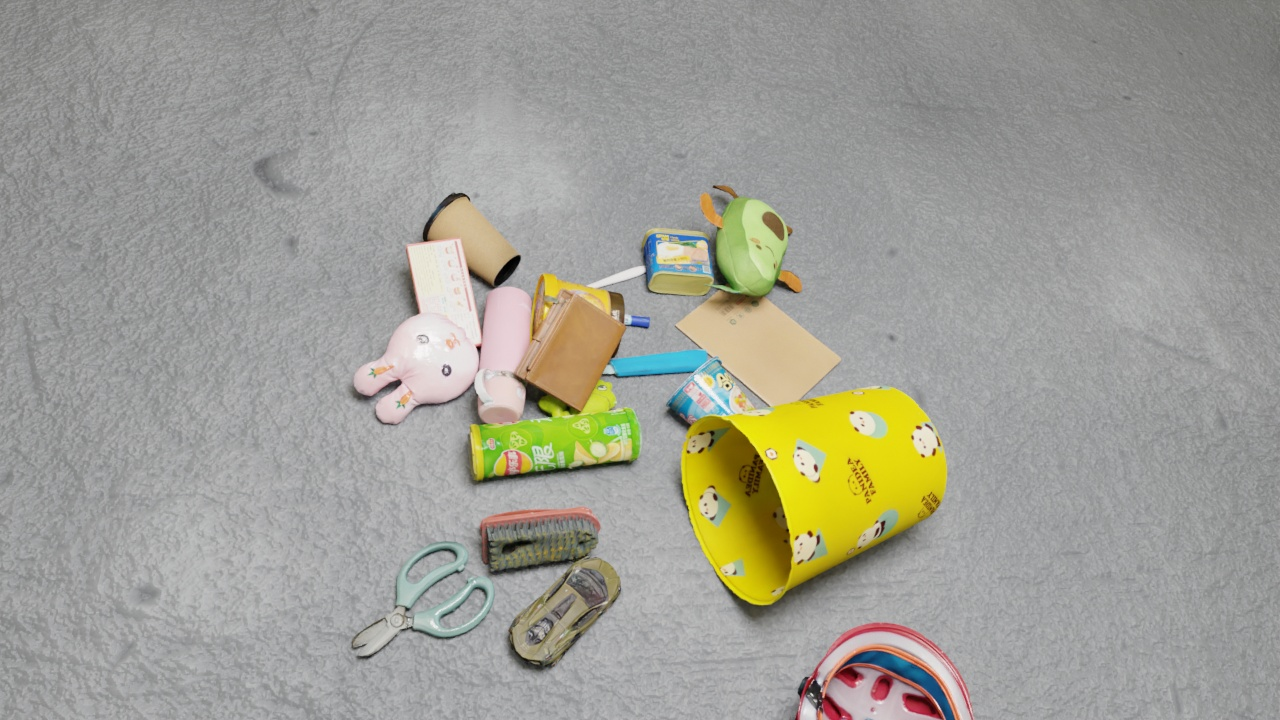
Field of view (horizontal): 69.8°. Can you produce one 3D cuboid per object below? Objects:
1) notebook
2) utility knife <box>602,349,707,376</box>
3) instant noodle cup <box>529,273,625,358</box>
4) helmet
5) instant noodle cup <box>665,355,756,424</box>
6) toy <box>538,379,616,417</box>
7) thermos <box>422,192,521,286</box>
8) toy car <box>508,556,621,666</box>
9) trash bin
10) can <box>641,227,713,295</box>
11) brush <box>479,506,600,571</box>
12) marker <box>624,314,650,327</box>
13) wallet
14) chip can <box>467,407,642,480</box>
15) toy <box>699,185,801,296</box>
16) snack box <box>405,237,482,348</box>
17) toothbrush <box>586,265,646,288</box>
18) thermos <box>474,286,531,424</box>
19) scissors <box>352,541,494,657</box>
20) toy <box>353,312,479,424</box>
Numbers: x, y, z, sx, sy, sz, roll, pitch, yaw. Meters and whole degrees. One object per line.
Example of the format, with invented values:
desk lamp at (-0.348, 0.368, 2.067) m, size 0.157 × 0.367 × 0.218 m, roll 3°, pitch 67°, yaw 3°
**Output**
notebook at (0.175, -0.026, 1.357) m, size 0.207 × 0.008 × 0.147 m, roll 41°, pitch 60°, yaw 17°
utility knife at (-0.008, 0.008, 1.294) m, size 0.218 × 0.018 × 0.034 m, roll -5°, pitch 58°, yaw -15°
instant noodle cup at (-0.088, -0.055, 1.269) m, size 0.114 × 0.119 × 0.118 m, roll 7°, pitch 55°, yaw -16°
helmet at (0.257, 0.422, 0.997) m, size 0.207 × 0.144 × 0.239 m, roll 20°, pitch 42°, yaw 3°
instant noodle cup at (0.106, 0.066, 1.236) m, size 0.099 × 0.099 × 0.110 m, roll -37°, pitch 77°, yaw -29°
toy at (-0.082, 0.054, 1.242) m, size 0.100 × 0.031 × 0.096 m, roll 14°, pitch 42°, yaw 9°
thermos at (-0.246, -0.176, 1.338) m, size 0.143 × 0.093 × 0.092 m, roll 40°, pitch 59°, yaw 6°
toy car at (-0.087, 0.292, 1.081) m, size 0.070 × 0.042 × 0.157 m, roll 39°, pitch 56°, yaw 15°
trash bin at (0.216, 0.147, 1.129) m, size 0.254 × 0.230 × 0.229 m, roll -15°, pitch 60°, yaw -25°
can at (0.057, -0.148, 1.385) m, size 0.102 × 0.057 × 0.083 m, roll 3°, pitch 58°, yaw -14°
brush at (-0.121, 0.209, 1.121) m, size 0.145 × 0.063 × 0.069 m, roll -5°, pitch 29°, yaw -15°
marker at (-0.059, -0.064, 1.335) m, size 0.145 × 0.017 × 0.016 m, roll 7°, pitch 56°, yaw -6°
wallet at (-0.094, -0.017, 1.192) m, size 0.119 × 0.035 × 0.130 m, roll 32°, pitch 80°, yaw -21°
chip can at (-0.108, 0.106, 1.180) m, size 0.221 × 0.073 × 0.072 m, roll -6°, pitch 58°, yaw -14°
toy at (0.169, -0.179, 1.393) m, size 0.227 × 0.090 × 0.246 m, roll 35°, pitch 39°, yaw -20°
snack box at (-0.271, -0.088, 1.269) m, size 0.077 × 0.027 × 0.155 m, roll -11°, pitch 85°, yaw -16°
toothbrush at (-0.066, -0.114, 1.366) m, size 0.179 × 0.016 × 0.016 m, roll -20°, pitch 70°, yaw -23°
thermos at (-0.188, -0.011, 1.230) m, size 0.067 × 0.087 × 0.198 m, roll -17°, pitch 49°, yaw 20°
scissors at (-0.266, 0.277, 1.072) m, size 0.179 × 0.019 × 0.143 m, roll -22°, pitch 64°, yaw -21°
toy at (-0.291, 0.011, 1.207) m, size 0.159 × 0.054 × 0.121 m, roll -40°, pitch 101°, yaw -17°
